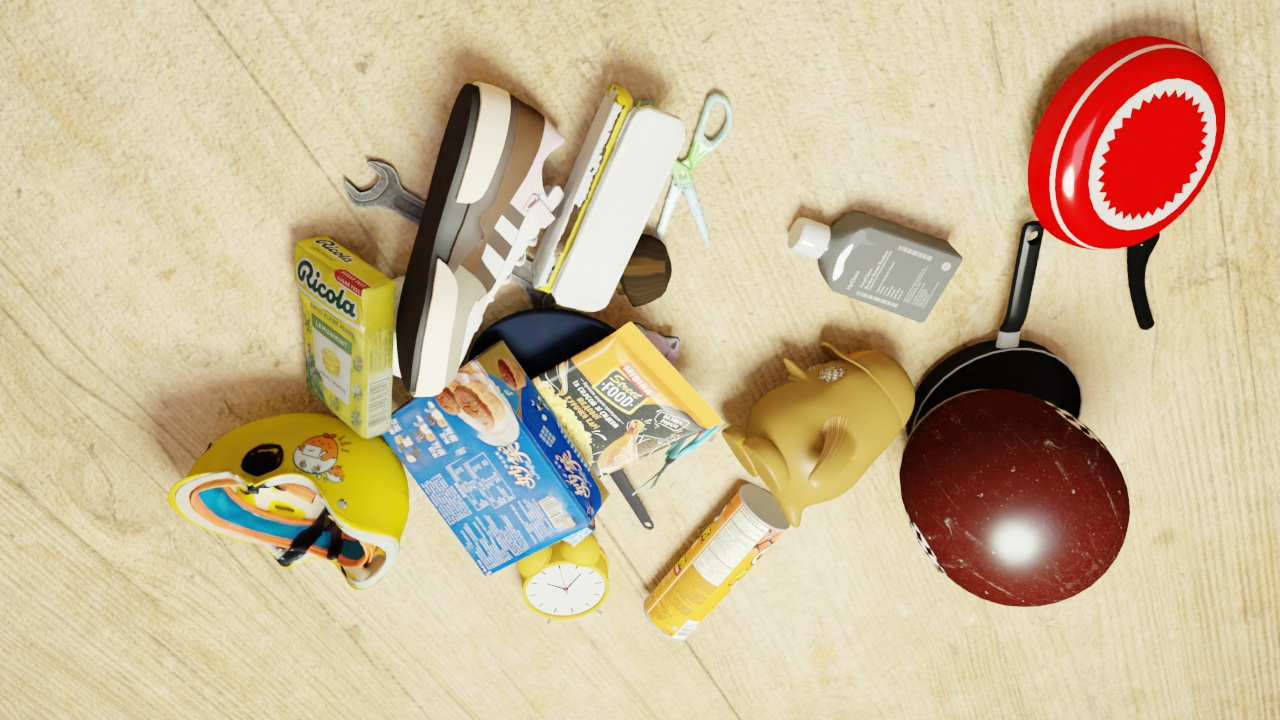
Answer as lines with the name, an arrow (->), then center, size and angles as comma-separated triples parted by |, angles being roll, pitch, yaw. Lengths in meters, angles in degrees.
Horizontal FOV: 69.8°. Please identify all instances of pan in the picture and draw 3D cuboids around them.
pan -> -0.057, 0.078, 1.038 | 0.199, 0.021, 0.357 | -14, 127, 20
pan -> 0.412, 0.000, 1.048 | 0.204, 0.044, 0.356 | -6, 122, -3
pan -> 0.514, -0.156, 0.946 | 0.209, 0.067, 0.356 | -33, 122, -2

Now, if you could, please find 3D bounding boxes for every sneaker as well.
sneaker -> -0.145, -0.102, 0.867 | 0.116, 0.112, 0.294 | 12, 97, -27

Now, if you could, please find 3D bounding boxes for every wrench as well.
wrench -> -0.167, -0.118, 0.927 | 0.273, 0.010, 0.070 | 29, 114, -22

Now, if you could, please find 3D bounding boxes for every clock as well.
clock -> -0.097, 0.267, 1.153 | 0.113, 0.052, 0.152 | -10, 126, 0

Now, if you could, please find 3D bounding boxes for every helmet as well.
helmet -> -0.356, 0.129, 0.982 | 0.240, 0.139, 0.210 | 17, 144, 1
helmet -> 0.396, 0.152, 1.007 | 0.234, 0.253, 0.234 | -42, 107, 11

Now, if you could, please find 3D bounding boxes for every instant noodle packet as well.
instant noodle packet -> -0.047, 0.059, 0.984 | 0.221, 0.032, 0.160 | -28, 121, 28

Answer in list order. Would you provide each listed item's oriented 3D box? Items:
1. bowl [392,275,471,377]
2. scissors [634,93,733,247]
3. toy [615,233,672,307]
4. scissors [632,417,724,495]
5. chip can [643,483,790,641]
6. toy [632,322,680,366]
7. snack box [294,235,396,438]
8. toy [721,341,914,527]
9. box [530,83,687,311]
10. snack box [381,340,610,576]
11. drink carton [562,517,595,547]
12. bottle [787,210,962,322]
bowl -> -0.231, -0.026, 0.946 | 0.113, 0.063, 0.114 | -3, 121, -5
scissors -> 0.034, -0.186, 0.909 | 0.138, 0.028, 0.171 | 10, 116, -15
toy -> -0.019, -0.093, 0.937 | 0.100, 0.062, 0.076 | 0, 90, 10
scissors -> 0.042, 0.103, 1.028 | 0.135, 0.135, 0.015 | -37, 94, 10
chip can -> 0.093, 0.256, 1.152 | 0.075, 0.075, 0.215 | 27, 115, -21
toy -> -0.006, 0.006, 1.008 | 0.080, 0.036, 0.100 | 19, 119, -7
snack box -> -0.295, -0.019, 0.913 | 0.045, 0.121, 0.181 | -24, 135, -43
toy -> 0.206, 0.062, 1.011 | 0.203, 0.199, 0.162 | -35, 103, -7
box -> -0.041, -0.156, 0.883 | 0.079, 0.080, 0.210 | 9, 118, -35
snack box -> -0.154, 0.105, 0.966 | 0.155, 0.069, 0.203 | -30, 98, 28
drink carton -> -0.113, 0.157, 1.073 | 0.130, 0.064, 0.040 | 38, 112, -25
bottle -> 0.238, -0.107, 0.960 | 0.173, 0.046, 0.084 | 16, 118, -16
